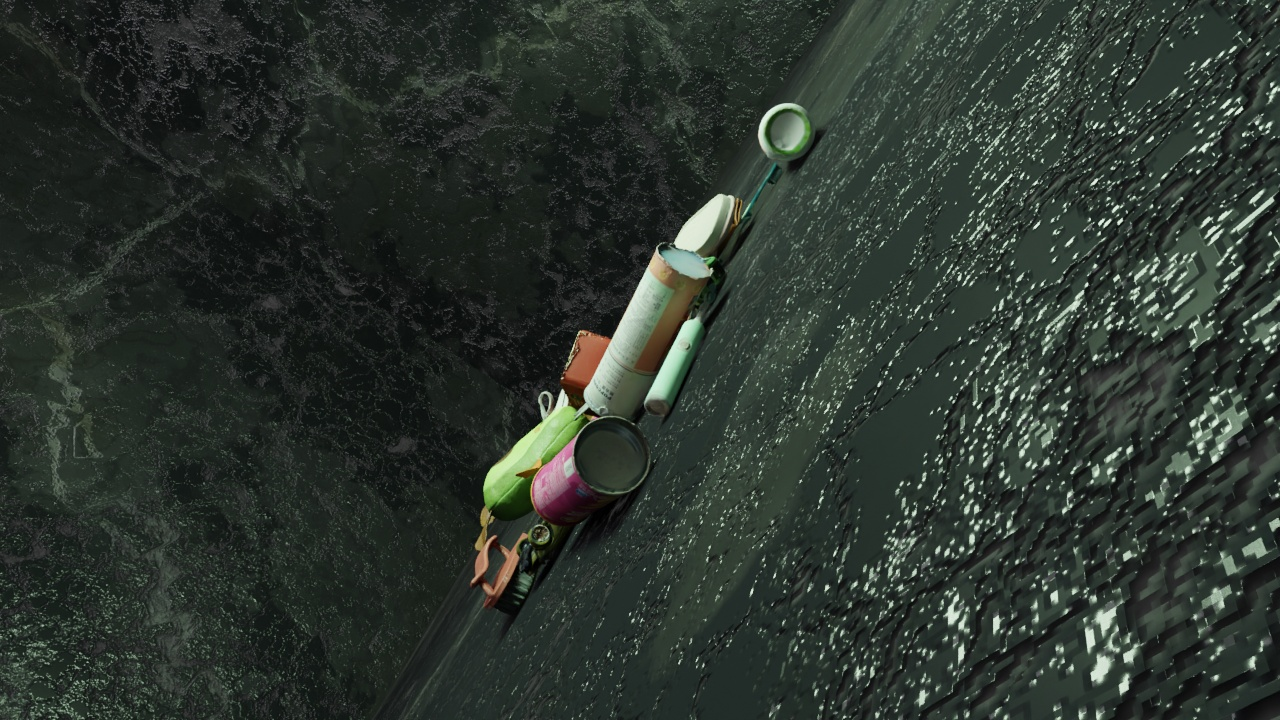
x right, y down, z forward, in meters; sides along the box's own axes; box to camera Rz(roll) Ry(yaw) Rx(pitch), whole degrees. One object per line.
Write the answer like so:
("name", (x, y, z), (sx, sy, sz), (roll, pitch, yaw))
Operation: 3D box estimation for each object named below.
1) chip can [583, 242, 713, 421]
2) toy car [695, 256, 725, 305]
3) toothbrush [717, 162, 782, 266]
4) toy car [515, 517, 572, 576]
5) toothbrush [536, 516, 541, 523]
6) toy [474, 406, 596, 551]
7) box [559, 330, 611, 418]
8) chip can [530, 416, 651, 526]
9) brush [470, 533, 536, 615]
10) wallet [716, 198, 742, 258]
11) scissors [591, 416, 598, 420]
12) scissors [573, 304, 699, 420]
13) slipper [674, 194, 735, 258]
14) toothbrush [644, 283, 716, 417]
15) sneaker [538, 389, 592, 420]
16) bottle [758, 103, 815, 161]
("chip can", (0.006, -0.030, 1.065), (0.215, 0.071, 0.071), (-63, 1, 30))
("toy car", (0.078, -0.101, 1.129), (0.036, 0.043, 0.091), (-28, 10, 29))
("toothbrush", (0.144, -0.189, 1.247), (0.191, 0.018, 0.016), (-60, 5, -12))
("toy car", (-0.095, 0.176, 1.058), (0.157, 0.042, 0.070), (-61, 6, -30))
("toothbrush", (-0.103, 0.177, 1.336), (0.180, 0.018, 0.016), (-58, 4, -38))
("toy", (-0.160, 0.161, 1.330), (0.246, 0.090, 0.227), (-47, 3, -1))
("box", (-0.071, 0.021, 1.317), (0.168, 0.079, 0.091), (81, -152, -72))
("chip can", (-0.051, 0.110, 0.872), (0.071, 0.071, 0.211), (-59, 5, -23))
("brush", (-0.165, 0.253, 1.095), (0.063, 0.069, 0.145), (-57, 4, 7))
("wallet", (0.113, -0.186, 1.424), (0.131, 0.035, 0.118), (-54, 7, 34))
("scissors", (-0.090, 0.116, 1.459), (0.133, 0.017, 0.126), (-42, -11, -37))
("scissors", (-0.007, -0.003, 1.174), (0.236, 0.021, 0.136), (-32, 30, 40))
("slipper", (0.085, -0.156, 1.313), (0.275, 0.054, 0.114), (138, 152, -68))
("toothbrush", (0.049, -0.016, 0.966), (0.223, 0.026, 0.027), (-61, -12, -50))
("sneaker", (-0.129, 0.103, 1.600), (0.088, 0.118, 0.240), (-29, 25, 33))
("bottle", (0.187, -0.291, 1.192), (0.068, 0.068, 0.196), (-56, 0, 12))
